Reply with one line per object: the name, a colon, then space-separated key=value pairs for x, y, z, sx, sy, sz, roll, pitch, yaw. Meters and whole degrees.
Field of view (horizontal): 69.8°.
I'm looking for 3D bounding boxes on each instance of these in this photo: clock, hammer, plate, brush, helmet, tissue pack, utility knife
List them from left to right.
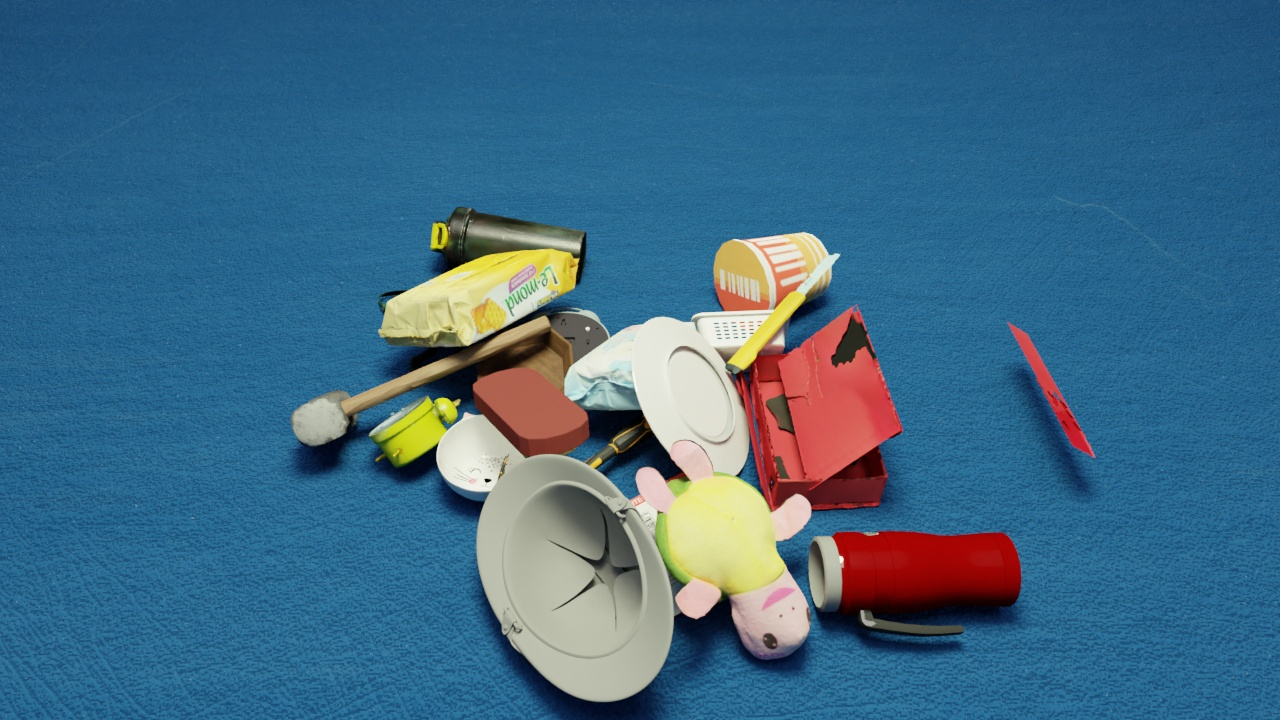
clock: x=-0.265 y=0.077 z=1.096 sx=0.118 sy=0.057 sz=0.083 roll=-40 pitch=12 yaw=-35
hammer: x=-0.262 y=0.019 z=1.114 sx=0.328 sy=0.052 sz=0.098 roll=-24 pitch=7 yaw=-6
plate: x=-0.141 y=0.017 z=1.144 sx=0.131 sy=0.025 sz=0.131 roll=-5 pitch=65 yaw=11
brush: x=-0.126 y=0.064 z=1.042 sx=0.082 sy=0.042 sz=0.173 roll=-18 pitch=31 yaw=-27
clock: x=-0.101 y=-0.017 z=1.220 sx=0.122 sy=0.045 sz=0.159 roll=-2 pitch=44 yaw=-1
helmet: x=-0.045 y=0.220 z=0.935 sx=0.183 sy=0.117 sz=0.271 roll=-48 pitch=57 yaw=7
hammer: x=-0.033 y=0.102 z=1.086 sx=0.319 sy=0.036 sz=0.123 roll=-34 pitch=88 yaw=-34
tissue pack: x=-0.007 y=0.007 z=1.126 sx=0.112 sy=0.070 sz=0.181 roll=-1 pitch=19 yaw=29
plate: x=0.067 y=0.041 z=1.075 sx=0.015 sy=0.208 sz=0.208 roll=-29 pitch=32 yaw=34
utility knife: x=0.183 y=-0.063 z=1.165 sx=0.030 sy=0.019 sz=0.224 roll=25 pitch=68 yaw=44

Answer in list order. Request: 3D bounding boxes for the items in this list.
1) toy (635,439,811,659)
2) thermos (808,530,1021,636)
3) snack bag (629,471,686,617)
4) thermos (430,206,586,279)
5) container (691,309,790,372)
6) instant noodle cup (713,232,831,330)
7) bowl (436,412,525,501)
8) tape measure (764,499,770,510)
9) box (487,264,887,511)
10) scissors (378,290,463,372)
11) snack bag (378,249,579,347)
toy: x=0.090 y=0.190 z=0.928 sx=0.189 sy=0.088 sz=0.238 roll=-35 pitch=83 yaw=-35
thermos: x=0.281 y=0.229 z=0.945 sx=0.198 sy=0.084 sz=0.108 roll=-1 pitch=62 yaw=-3
snack bag: x=0.037 y=0.197 z=0.999 sx=0.130 sy=0.039 sz=0.144 roll=-27 pitch=55 yaw=-8
thermos: x=-0.192 y=-0.168 z=1.340 sx=0.221 sy=0.098 sz=0.098 roll=9 pitch=45 yaw=3
container: x=0.131 y=-0.021 z=1.201 sx=0.129 sy=0.081 sz=0.049 roll=-2 pitch=56 yaw=-2
instant noodle cup: x=0.187 y=-0.118 z=1.272 sx=0.121 sy=0.124 sz=0.123 roll=-18 pitch=47 yaw=-27
bowl: x=-0.178 y=0.121 z=1.075 sx=0.114 sy=0.051 sz=0.114 roll=1 pitch=46 yaw=-2
tape measure: x=0.116 y=0.178 z=1.028 sx=0.061 sy=0.034 sz=0.061 roll=-35 pitch=49 yaw=-14
box: x=0.064 y=0.027 z=1.046 sx=0.478 sy=0.172 sz=0.213 roll=28 pitch=37 yaw=-27
scissors: x=-0.292 y=-0.057 z=1.283 sx=0.204 sy=0.015 sz=0.201 roll=21 pitch=47 yaw=21
snack bag: x=-0.208 y=-0.086 z=1.193 sx=0.160 sy=0.068 sz=0.246 roll=-2 pitch=22 yaw=38
